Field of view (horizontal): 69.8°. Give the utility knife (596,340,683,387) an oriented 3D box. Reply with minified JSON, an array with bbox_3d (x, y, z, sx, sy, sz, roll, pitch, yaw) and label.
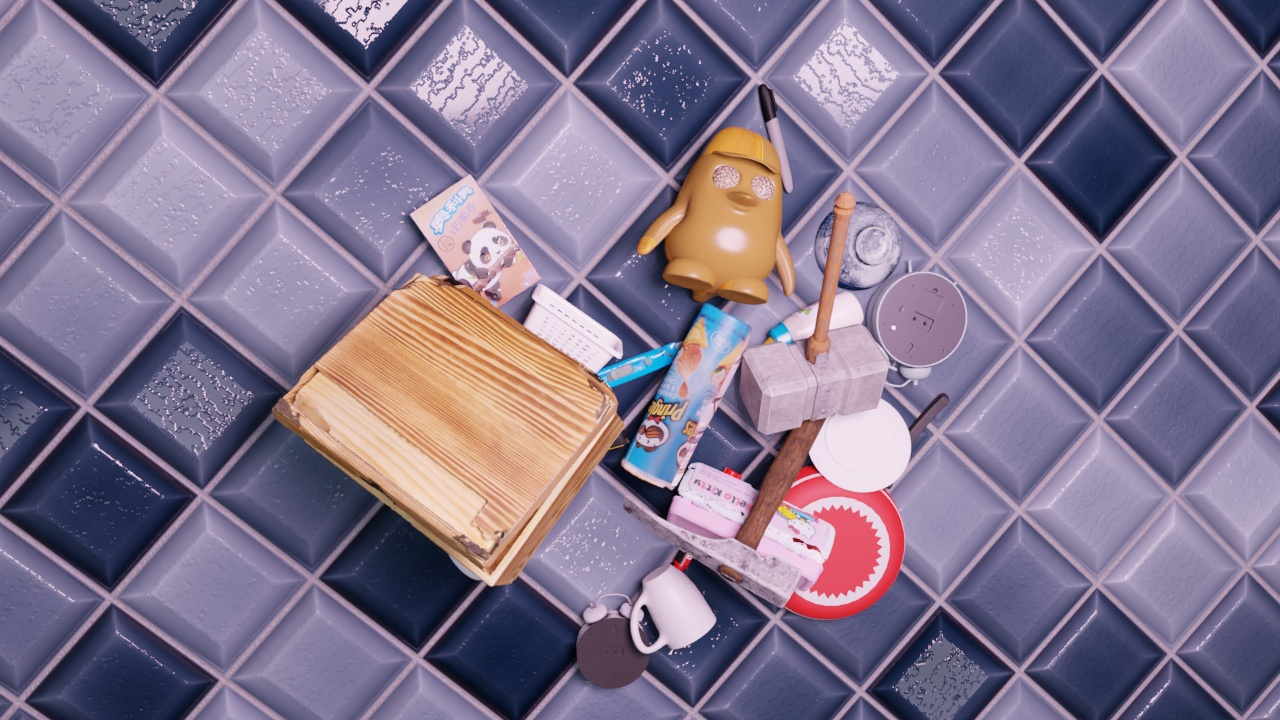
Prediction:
[{"bbox_3d":[-0.007,0.007,1.161,0.173,0.015,0.031,-22,104,-7],"label":"utility knife"}]

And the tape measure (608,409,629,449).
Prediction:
[{"bbox_3d":[-0.058,0.080,1.148,0.072,0.042,0.071,-17,102,-4],"label":"tape measure"}]

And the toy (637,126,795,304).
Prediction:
[{"bbox_3d":[0.109,-0.178,1.091,0.198,0.163,0.203,15,84,-12],"label":"toy"}]

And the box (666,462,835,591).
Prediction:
[{"bbox_3d":[0.140,0.197,1.144,0.202,0.088,0.095,25,67,10],"label":"box"}]

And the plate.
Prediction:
[{"bbox_3d":[0.283,0.102,1.183,0.134,0.011,0.134,0,69,-1],"label":"plate"}]

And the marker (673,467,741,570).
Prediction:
[{"bbox_3d":[0.086,0.208,1.193,0.023,0.021,0.145,30,92,12],"label":"marker"}]

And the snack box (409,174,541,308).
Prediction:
[{"bbox_3d":[-0.197,-0.137,1.106,0.087,0.034,0.151,-34,100,-3],"label":"snack box"}]

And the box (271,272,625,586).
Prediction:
[{"bbox_3d":[-0.190,0.058,0.991,0.279,0.215,0.257,34,81,13],"label":"box"}]

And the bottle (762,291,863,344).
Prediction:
[{"bbox_3d":[0.210,-0.039,1.168,0.146,0.051,0.051,-25,99,-5],"label":"bottle"}]

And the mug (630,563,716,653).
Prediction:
[{"bbox_3d":[0.029,0.319,1.169,0.107,0.071,0.089,-32,91,-22],"label":"mug"}]

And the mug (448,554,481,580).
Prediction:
[{"bbox_3d":[-0.193,0.216,1.111,0.074,0.110,0.090,-34,102,28],"label":"mug"}]

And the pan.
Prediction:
[{"bbox_3d":[0.294,0.185,1.205,0.209,0.067,0.356,40,93,-9],"label":"pan"}]

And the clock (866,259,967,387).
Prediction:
[{"bbox_3d":[0.351,-0.042,1.192,0.122,0.045,0.159,23,94,-10],"label":"clock"}]

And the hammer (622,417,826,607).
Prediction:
[{"bbox_3d":[0.139,0.123,1.127,0.218,0.037,0.299,28,58,11],"label":"hammer"}]

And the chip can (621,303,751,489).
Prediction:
[{"bbox_3d":[0.060,0.046,1.142,0.080,0.080,0.229,27,94,-10],"label":"chip can"}]

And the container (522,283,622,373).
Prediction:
[{"bbox_3d":[-0.087,-0.032,1.115,0.129,0.080,0.049,35,102,-11],"label":"container"}]

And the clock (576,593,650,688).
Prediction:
[{"bbox_3d":[-0.036,0.361,1.187,0.094,0.035,0.122,1,96,-8],"label":"clock"}]

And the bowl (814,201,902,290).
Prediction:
[{"bbox_3d":[0.285,-0.144,1.162,0.114,0.061,0.114,-1,98,-8],"label":"bowl"}]

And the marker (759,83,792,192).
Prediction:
[{"bbox_3d":[0.173,-0.279,1.154,0.022,0.016,0.138,-22,101,-29],"label":"marker"}]

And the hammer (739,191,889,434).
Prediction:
[{"bbox_3d":[0.210,-0.059,1.044,0.162,0.082,0.318,-12,137,-11],"label":"hammer"}]
